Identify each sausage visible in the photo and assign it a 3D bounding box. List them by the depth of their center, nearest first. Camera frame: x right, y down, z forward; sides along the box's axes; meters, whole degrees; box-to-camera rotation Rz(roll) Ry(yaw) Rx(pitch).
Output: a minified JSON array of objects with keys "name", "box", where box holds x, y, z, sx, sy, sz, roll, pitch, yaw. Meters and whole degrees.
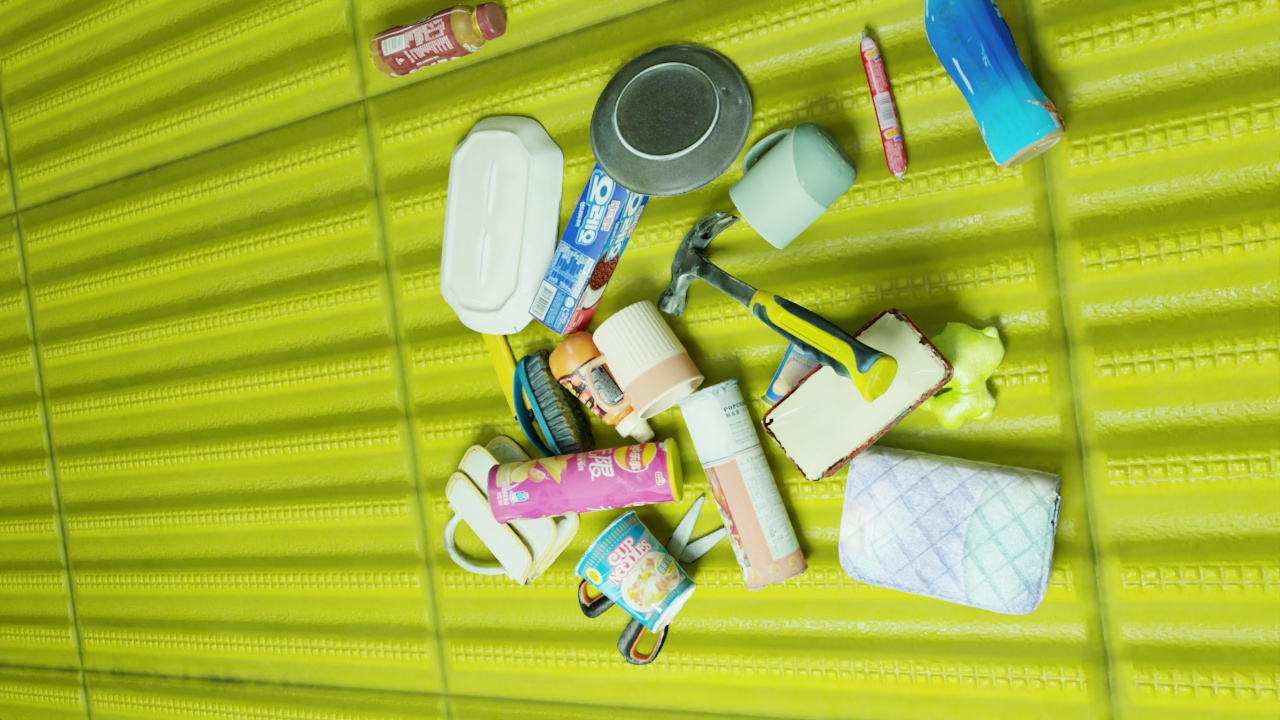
[{"name":"sausage","box":[0.240,-0.251,0.905,0.020,0.020,0.156,-14,88,27]}]

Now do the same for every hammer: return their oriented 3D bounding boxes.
[{"name":"hammer","box":[0.126,-0.053,0.891,0.323,0.031,0.126,39,113,51]}]

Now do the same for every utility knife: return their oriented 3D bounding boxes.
[{"name":"utility knife","box":[-0.166,0.001,1.134,0.033,0.015,0.167,-25,82,20]}]

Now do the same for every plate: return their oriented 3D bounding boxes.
[{"name":"plate","box":[0.029,-0.260,0.974,0.180,0.024,0.179,-4,74,14]},{"name":"plate","box":[-0.177,-0.164,1.106,0.162,0.034,0.266,9,95,24]}]

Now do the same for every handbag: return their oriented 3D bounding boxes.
[{"name":"handbag","box":[0.294,0.158,0.883,0.194,0.075,0.134,8,94,25]},{"name":"handbag","box":[-0.181,0.205,1.136,0.163,0.063,0.179,44,115,19]}]

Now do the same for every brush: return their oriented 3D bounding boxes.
[{"name":"brush","box":[-0.111,0.061,1.087,0.074,0.055,0.144,-28,81,22]}]

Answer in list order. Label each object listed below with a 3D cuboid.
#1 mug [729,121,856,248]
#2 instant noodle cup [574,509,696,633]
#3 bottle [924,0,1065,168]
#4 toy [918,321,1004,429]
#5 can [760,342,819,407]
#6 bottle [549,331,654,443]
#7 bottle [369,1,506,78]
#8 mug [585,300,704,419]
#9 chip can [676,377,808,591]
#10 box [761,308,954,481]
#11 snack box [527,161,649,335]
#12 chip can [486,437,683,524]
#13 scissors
[{"name":"mug","box":[0.150,-0.188,0.927,0.107,0.082,0.111,-43,52,24]},{"name":"instant noodle cup","box":[0.000,0.237,1.012,0.110,0.099,0.099,40,110,17]},{"name":"bottle","box":[0.309,-0.285,0.841,0.065,0.065,0.218,-29,82,26]},{"name":"toy","box":[0.307,0.013,0.887,0.097,0.031,0.100,-23,84,28]},{"name":"can","box":[0.187,0.026,0.935,0.102,0.057,0.083,30,104,21]},{"name":"bottle","box":[-0.038,0.037,1.050,0.149,0.066,0.067,48,113,8]},{"name":"bottle","box":[-0.246,-0.392,1.116,0.175,0.057,0.057,-6,91,27]},{"name":"mug","box":[-0.006,0.006,1.005,0.114,0.082,0.106,-29,76,-14]},{"name":"chip can","box":[0.108,0.130,0.975,0.071,0.071,0.214,-24,84,26]},{"name":"box","box":[0.202,0.035,0.856,0.169,0.076,0.091,-43,73,19]},{"name":"snack box","box":[-0.055,-0.130,1.042,0.057,0.058,0.208,33,108,20]},{"name":"chip can","box":[-0.061,0.137,1.027,0.211,0.071,0.071,-9,90,9]},{"name":"scissors","box":[0.008,0.247,1.062,0.198,0.021,0.227,13,100,26]}]
